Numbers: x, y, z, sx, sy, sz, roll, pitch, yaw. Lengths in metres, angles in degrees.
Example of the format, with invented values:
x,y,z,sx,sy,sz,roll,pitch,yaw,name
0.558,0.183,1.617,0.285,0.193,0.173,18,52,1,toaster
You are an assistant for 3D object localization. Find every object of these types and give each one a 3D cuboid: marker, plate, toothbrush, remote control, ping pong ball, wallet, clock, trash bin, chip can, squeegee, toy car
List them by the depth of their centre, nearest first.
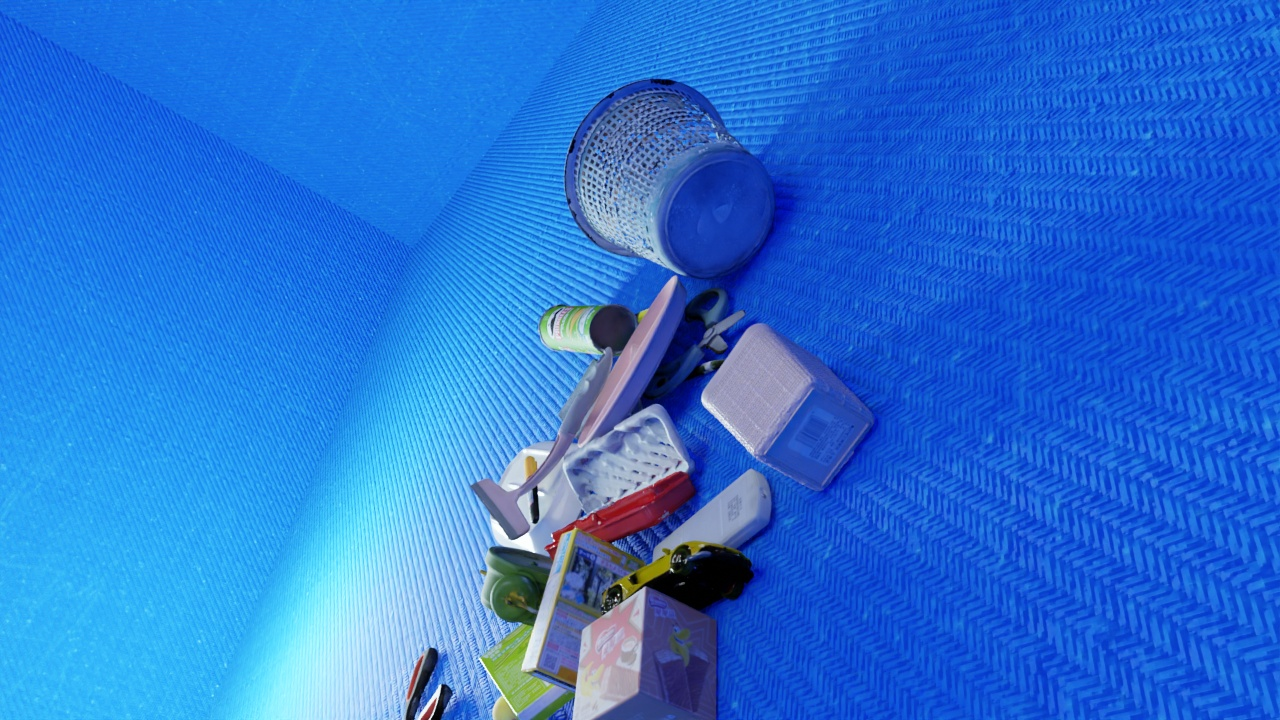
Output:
x,y,z,sx,sy,sz,roll,pitch,yaw,name
0.031,0.191,0.780,0.156,0.071,0.041,-40,33,36,toy car
0.062,0.157,0.819,0.150,0.021,0.058,-45,26,33,remote control
-0.133,0.365,0.950,0.040,0.040,0.040,-46,26,30,ping pong ball
-0.107,0.242,0.955,0.161,0.116,0.056,6,79,70,clock
0.072,0.006,0.998,0.186,0.012,0.017,-23,36,56,toothbrush
-0.001,0.084,1.050,0.017,0.017,0.145,-50,25,23,marker
-0.006,0.006,1.071,0.230,0.028,0.229,-59,5,9,plate
0.047,-0.195,1.072,0.227,0.226,0.195,-55,35,10,trash bin
-0.100,0.092,1.125,0.249,0.040,0.248,-55,20,-6,squeegee
-0.135,0.161,1.148,0.018,0.015,0.123,-50,27,19,marker
-0.138,0.174,1.205,0.266,0.034,0.162,-2,60,64,plate
-0.004,-0.053,1.232,0.124,0.015,0.018,-17,62,63,marker
-0.071,0.051,1.240,0.097,0.019,0.121,-57,21,2,wallet
-0.077,-0.045,1.287,0.072,0.072,0.236,-63,21,-8,chip can

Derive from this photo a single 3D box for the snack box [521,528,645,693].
x,y,z,sx,sy,sz,roll,pitch,yaw,name
-0.051,0.241,0.870,0.034,0.087,0.140,-29,37,51,snack box

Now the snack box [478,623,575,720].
x,y,z,sx,sy,sz,roll,pitch,yaw,name
-0.108,0.313,0.937,0.085,0.026,0.156,-36,16,-18,snack box

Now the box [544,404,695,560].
x,y,z,sx,sy,sz,roll,pitch,yaw,name
-0.035,0.130,0.952,0.102,0.100,0.202,-28,-4,-42,box

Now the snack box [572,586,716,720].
x,y,z,sx,sy,sz,roll,pitch,yaw,name
0.004,0.256,0.747,0.093,0.077,0.094,-43,27,35,snack box

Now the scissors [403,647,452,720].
x,y,z,sx,sy,sz,roll,pitch,yaw,name
-0.294,0.476,1.188,0.222,0.021,0.233,-46,26,42,scissors

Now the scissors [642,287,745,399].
x,y,z,sx,sy,sz,roll,pitch,yaw,name
0.065,-0.032,1.034,0.171,0.019,0.180,-38,23,40,scissors

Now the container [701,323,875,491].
x,y,z,sx,sy,sz,roll,pitch,yaw,name
0.122,0.040,0.754,0.090,0.090,0.111,-55,26,10,container
